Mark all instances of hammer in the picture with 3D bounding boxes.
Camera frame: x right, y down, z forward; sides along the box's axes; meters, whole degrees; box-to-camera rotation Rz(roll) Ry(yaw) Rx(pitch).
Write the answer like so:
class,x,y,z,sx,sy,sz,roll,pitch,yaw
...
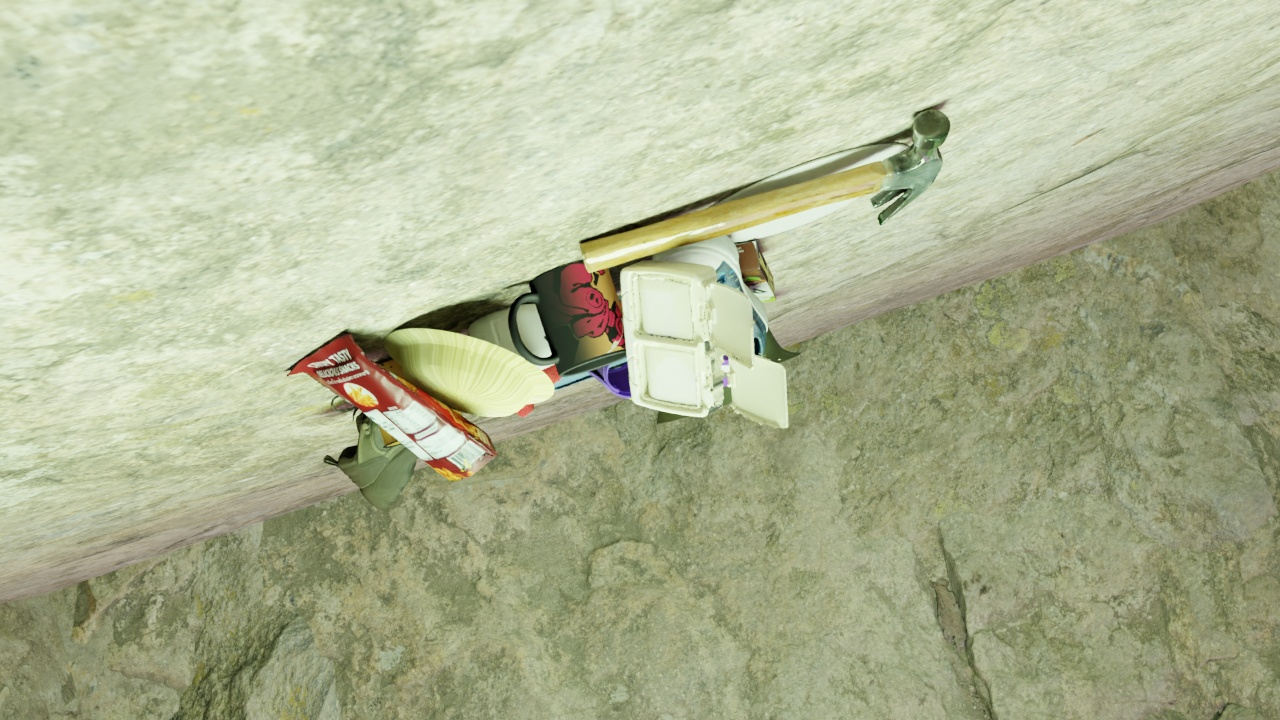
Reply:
class,x,y,z,sx,sy,sz,roll,pitch,yaw
hammer,0.108,-0.136,0.833,0.330,0.033,0.132,-15,160,2

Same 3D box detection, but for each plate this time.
class,x,y,z,sx,sy,sz,roll,pitch,yaw
plate,0.158,-0.158,0.933,0.242,0.016,0.242,-18,174,-2
plate,-0.186,0.025,0.969,0.184,0.036,0.185,12,158,5

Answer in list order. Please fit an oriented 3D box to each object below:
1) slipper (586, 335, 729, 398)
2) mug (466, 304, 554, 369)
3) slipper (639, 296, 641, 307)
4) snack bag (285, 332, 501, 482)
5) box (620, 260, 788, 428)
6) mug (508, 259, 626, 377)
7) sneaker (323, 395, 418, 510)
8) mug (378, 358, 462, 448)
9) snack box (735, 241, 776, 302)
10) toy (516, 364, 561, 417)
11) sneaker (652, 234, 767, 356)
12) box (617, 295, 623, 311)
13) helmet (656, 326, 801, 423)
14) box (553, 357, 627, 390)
class,x,y,z,sx,sy,sz,roll,pitch,yaw
slipper,-0.006,0.006,1.017,0.107,0.084,0.267,4,-167,-38
mug,-0.145,-0.020,1.019,0.094,0.068,0.115,-19,174,6
slipper,0.048,-0.017,1.277,0.115,0.052,0.263,-5,153,10
snack bag,-0.253,0.052,0.950,0.208,0.066,0.139,37,149,-31
box,0.054,-0.013,0.836,0.057,0.144,0.188,-21,-158,-39
mug,-0.074,-0.038,0.919,0.117,0.098,0.082,-16,174,-26
sneaker,-0.334,0.071,1.230,0.238,0.143,0.101,-51,-168,9
mug,-0.272,0.044,1.080,0.100,0.094,0.123,-19,176,9
snack box,0.100,-0.095,1.085,0.101,0.031,0.186,-8,171,13
toy,-0.148,0.001,1.258,0.133,0.094,0.088,-46,-176,4
sneaker,0.078,-0.057,0.969,0.088,0.079,0.235,-12,152,20
box,-0.045,-0.041,1.220,0.071,0.056,0.187,16,164,-12
helmet,0.130,-0.009,1.556,0.268,0.154,0.226,-18,-179,14
box,-0.093,-0.009,1.361,0.208,0.073,0.085,-19,-161,-13
